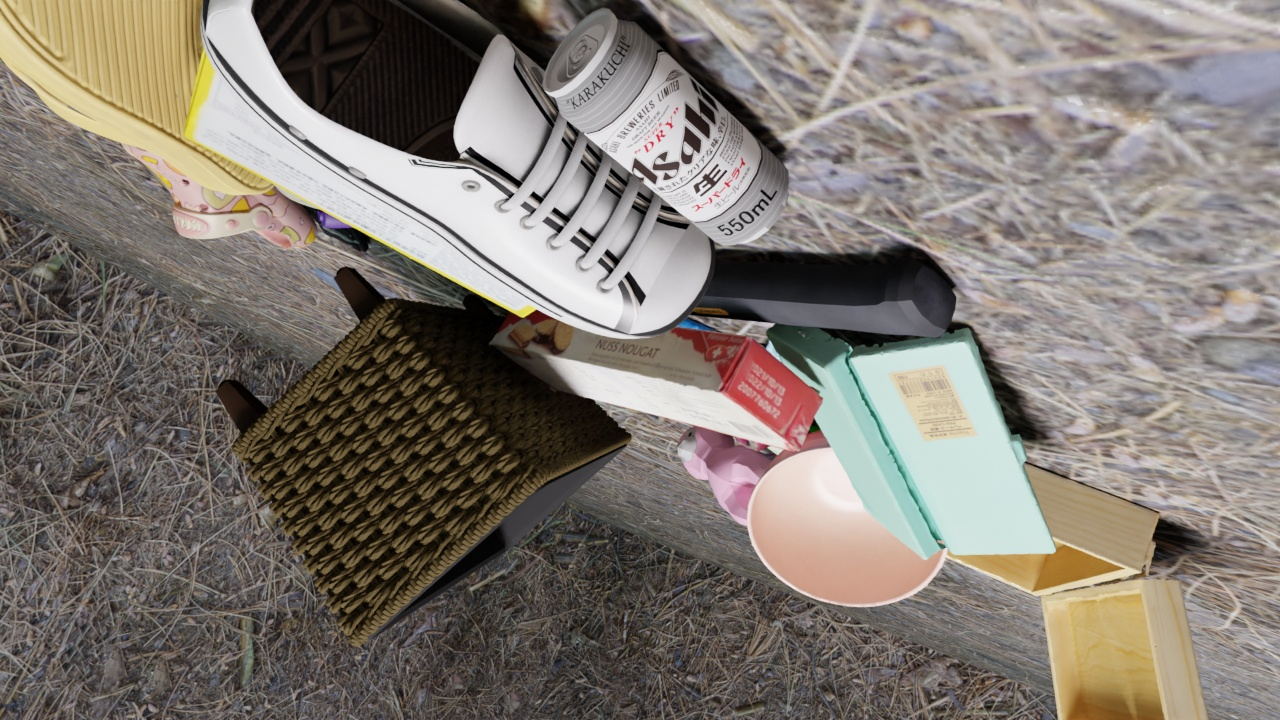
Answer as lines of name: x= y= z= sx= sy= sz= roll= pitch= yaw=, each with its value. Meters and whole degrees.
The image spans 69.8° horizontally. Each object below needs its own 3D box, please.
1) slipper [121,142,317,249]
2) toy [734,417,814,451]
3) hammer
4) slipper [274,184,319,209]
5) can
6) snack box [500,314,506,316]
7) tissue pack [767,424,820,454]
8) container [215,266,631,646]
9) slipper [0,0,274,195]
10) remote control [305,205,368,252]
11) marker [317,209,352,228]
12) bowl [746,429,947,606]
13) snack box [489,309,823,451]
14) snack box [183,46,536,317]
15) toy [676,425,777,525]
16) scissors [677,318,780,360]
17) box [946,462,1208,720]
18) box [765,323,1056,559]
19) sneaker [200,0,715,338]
slipper: x=-0.362 y=-0.137 z=0.773 sx=0.093 sy=0.081 sz=0.197 roll=19 pitch=166 yaw=28
toy: x=0.110 y=0.038 z=0.710 sx=0.065 sy=0.050 sz=0.102 roll=-10 pitch=167 yaw=-10
hammer: x=0.032 y=-0.044 z=0.535 sx=0.139 sy=0.035 sz=0.313 roll=30 pitch=166 yaw=-38
slipper: x=-0.166 y=-0.116 z=0.561 sx=0.118 sy=0.060 sz=0.295 roll=21 pitch=167 yaw=2
can: x=0.013 y=-0.090 z=0.367 sx=0.106 sy=0.044 sz=0.044 roll=34 pitch=164 yaw=-34
snack box: x=-0.123 y=-0.009 z=0.964 sx=0.061 sy=0.025 sz=0.149 roll=24 pitch=167 yaw=-2
tissue pack: x=0.172 y=0.091 z=0.809 sx=0.114 sy=0.034 sz=0.100 roll=35 pitch=164 yaw=-36
container: x=-0.161 y=0.055 z=0.745 sx=0.205 sy=0.176 sz=0.320 roll=49 pitch=-173 yaw=6
slipper: x=-0.264 y=-0.161 z=0.464 sx=0.078 sy=0.099 sz=0.263 roll=13 pitch=170 yaw=7
remote control: x=-0.261 y=-0.120 z=0.797 sx=0.045 sy=0.021 sz=0.140 roll=29 pitch=171 yaw=-10
marker: x=-0.117 y=-0.088 z=0.528 sx=0.133 sy=0.018 sz=0.015 roll=-8 pitch=-154 yaw=-30
bowl: x=0.162 y=0.109 z=0.712 sx=0.153 sy=0.076 sz=0.153 roll=9 pitch=122 yaw=14
snack box: x=-0.004 y=0.004 z=0.611 sx=0.076 sy=0.044 sz=0.273 roll=37 pitch=164 yaw=-32
snack box: x=-0.119 y=-0.094 z=0.463 sx=0.200 sy=0.042 sz=0.092 roll=29 pitch=154 yaw=-23
toy: x=0.111 y=0.115 z=0.926 sx=0.123 sy=0.067 sz=0.157 roll=11 pitch=-165 yaw=-28
scissors: x=0.083 y=-0.005 z=0.650 sx=0.125 sy=0.013 sz=0.127 roll=25 pitch=169 yaw=3
box: x=0.328 y=0.186 z=0.719 sx=0.252 sy=0.119 sz=0.248 roll=61 pitch=179 yaw=19
box: x=0.162 y=0.053 z=0.556 sx=0.138 sy=0.055 sz=0.187 roll=15 pitch=146 yaw=52
sneaker: x=-0.058 y=-0.093 z=0.382 sx=0.245 sy=0.091 sz=0.097 roll=35 pitch=168 yaw=-22
